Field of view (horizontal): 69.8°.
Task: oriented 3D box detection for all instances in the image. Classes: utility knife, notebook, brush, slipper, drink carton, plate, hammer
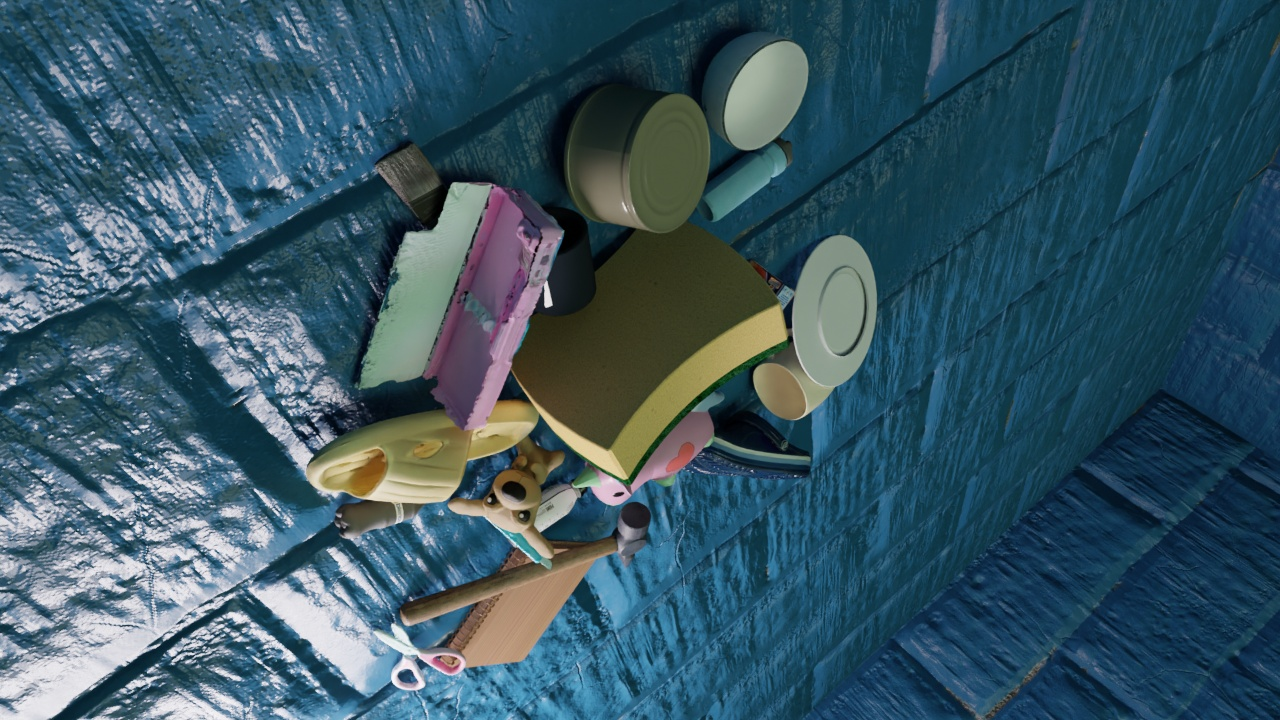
[{"bbox_3d":[-0.148,0.210,1.096,0.022,0.015,0.124,-46,108,-19],"label":"utility knife"},{"bbox_3d":[-0.165,0.334,1.256,0.211,0.022,0.169,-55,146,11],"label":"notebook"},{"bbox_3d":[0.001,-0.020,0.929,0.250,0.195,0.075,-40,145,-11],"label":"brush"},{"bbox_3d":[-0.176,-0.131,0.790,0.039,0.012,0.151,-43,146,-8],"label":"brush"},{"bbox_3d":[-0.202,0.102,0.916,0.260,0.079,0.112,-12,159,-45],"label":"slipper"},{"bbox_3d":[0.129,-0.054,1.151,0.130,0.064,0.040,-54,145,9],"label":"drink carton"},{"bbox_3d":[0.274,-0.066,1.255,0.208,0.015,0.208,-8,102,-45],"label":"plate"},{"bbox_3d":[0.149,0.123,1.332,0.252,0.105,0.095,15,74,-40],"label":"slipper"},{"bbox_3d":[-0.141,0.267,1.152,0.321,0.040,0.130,-15,146,-21],"label":"hammer"}]

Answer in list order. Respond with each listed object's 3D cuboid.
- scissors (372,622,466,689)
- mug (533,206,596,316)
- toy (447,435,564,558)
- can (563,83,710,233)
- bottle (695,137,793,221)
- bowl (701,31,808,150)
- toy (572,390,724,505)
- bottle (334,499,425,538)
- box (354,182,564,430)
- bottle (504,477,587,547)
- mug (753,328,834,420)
[{"bbox_3d":[-0.299,0.372,1.145,0.105,0.016,0.179,-28,140,7],"label":"scissors"},{"bbox_3d":[-0.098,-0.091,0.875,0.105,0.071,0.078,-11,138,-4],"label":"mug"},{"bbox_3d":[-0.136,0.145,1.045,0.108,0.134,0.106,-63,176,-25],"label":"toy"},{"bbox_3d":[-0.001,-0.184,0.840,0.127,0.073,0.128,-28,126,-46],"label":"can"},{"bbox_3d":[0.118,-0.204,1.012,0.130,0.040,0.040,-38,145,-14],"label":"bottle"},{"bbox_3d":[0.105,-0.273,0.909,0.113,0.063,0.114,-28,142,-25],"label":"bowl"},{"bbox_3d":[0.016,0.097,1.149,0.222,0.120,0.171,-42,155,-6],"label":"toy"},{"bbox_3d":[-0.262,0.154,0.958,0.109,0.036,0.036,-16,135,-38],"label":"bottle"},{"bbox_3d":[-0.164,-0.040,0.811,0.105,0.086,0.231,-11,138,-47],"label":"box"},{"bbox_3d":[-0.118,0.184,1.141,0.115,0.041,0.041,-32,143,-22],"label":"bottle"},{"bbox_3d":[0.223,0.010,1.301,0.099,0.096,0.120,-34,106,-32],"label":"mug"}]
